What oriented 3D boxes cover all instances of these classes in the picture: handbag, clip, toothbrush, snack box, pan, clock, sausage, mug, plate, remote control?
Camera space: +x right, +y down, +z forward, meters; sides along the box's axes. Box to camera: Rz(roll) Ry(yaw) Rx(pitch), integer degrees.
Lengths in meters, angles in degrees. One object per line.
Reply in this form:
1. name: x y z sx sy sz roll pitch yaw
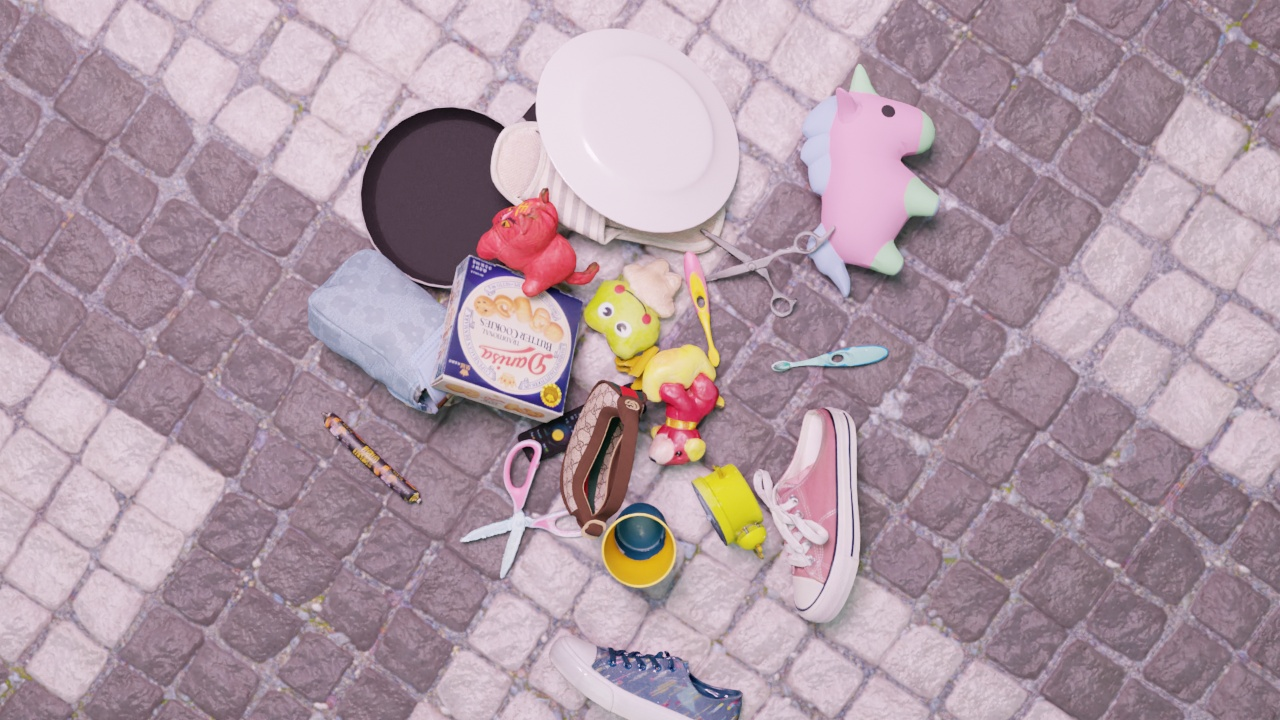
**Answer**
1. handbag: -0.270 -0.022 1.017 0.192 0.119 0.121 34 57 0
2. clip: -0.005 0.008 1.050 0.045 0.048 0.054 47 54 -16
3. toothbrush: 0.218 -0.001 1.053 0.135 0.017 0.022 -8 88 2
4. snack box: -0.142 -0.021 0.995 0.144 0.043 0.144 20 65 -29
5. pan: -0.159 -0.235 1.043 0.356 0.044 0.204 -43 90 2
6. handbag: -0.039 0.109 0.990 0.063 0.138 0.167 18 110 -16
7. toothbrush: 0.071 -0.059 1.049 0.021 0.016 0.135 -13 97 7
8. clock: 0.103 0.173 1.030 0.057 0.083 0.119 -28 88 -5
9. sausage: -0.315 0.114 1.070 0.155 0.020 0.020 43 92 0
10. mug: -0.001 0.196 1.013 0.078 0.121 0.078 0 91 1
11. plate: 0.005 -0.253 0.989 0.242 0.016 0.242 8 71 -24
12. remote control: -0.068 0.072 1.061 0.152 0.020 0.041 -25 103 3

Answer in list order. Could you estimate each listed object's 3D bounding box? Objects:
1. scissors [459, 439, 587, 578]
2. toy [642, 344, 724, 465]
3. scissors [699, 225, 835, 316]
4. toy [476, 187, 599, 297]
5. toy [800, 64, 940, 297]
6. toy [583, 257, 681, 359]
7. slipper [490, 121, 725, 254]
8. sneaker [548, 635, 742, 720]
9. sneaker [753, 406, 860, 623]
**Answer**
1. scissors: -0.119 0.181 1.065 0.168 0.014 0.170 17 97 -6
2. toy: 0.049 0.050 1.038 0.105 0.067 0.137 2 94 -23
3. scissors: 0.141 -0.111 1.023 0.175 0.014 0.141 -27 113 32
4. toy: -0.095 -0.120 0.977 0.133 0.094 0.088 29 49 -25
5. toy: 0.237 -0.191 1.006 0.171 0.120 0.222 30 100 -1
6. toy: -0.003 -0.065 1.044 0.118 0.043 0.092 -43 80 -1
7. slipper: -0.031 -0.186 1.014 0.272 0.054 0.114 17 100 -14
8. sneaker: 0.012 0.364 1.040 0.235 0.087 0.079 28 87 -3
9. sneaker: 0.184 0.170 1.019 0.087 0.118 0.241 5 86 -19
